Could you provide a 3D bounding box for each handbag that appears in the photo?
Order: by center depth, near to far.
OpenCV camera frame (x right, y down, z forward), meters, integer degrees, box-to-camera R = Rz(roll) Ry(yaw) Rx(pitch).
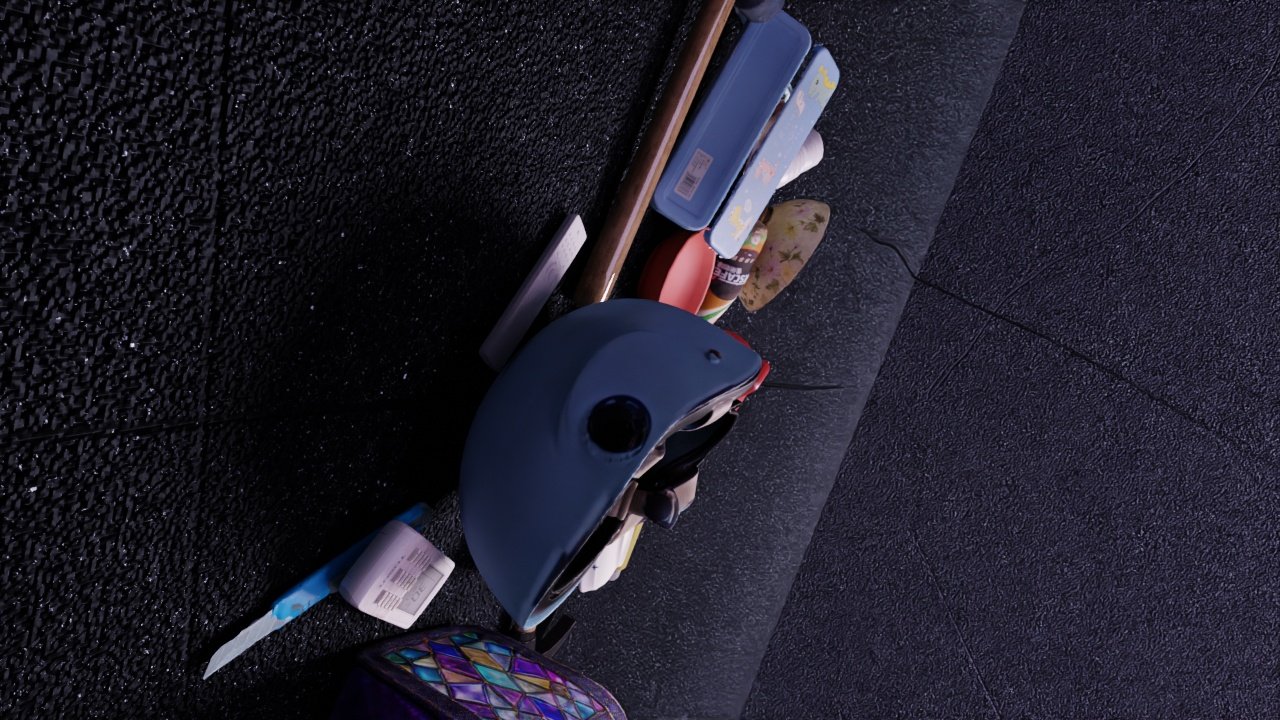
[{"bbox_3d":[-0.113,0.308,0.692,0.125,0.222,0.204,-66,159,0],"label":"handbag"}]

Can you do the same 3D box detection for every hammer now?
[{"bbox_3d":[0.019,-0.189,0.743,0.129,0.040,0.322,15,100,-60],"label":"hammer"},{"bbox_3d":[-0.083,0.177,0.897,0.132,0.040,0.306,-4,116,-63],"label":"hammer"}]

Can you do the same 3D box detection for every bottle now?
[{"bbox_3d":[0.145,-0.203,0.928,0.135,0.044,0.044,-38,146,-52],"label":"bottle"},{"bbox_3d":[0.076,-0.078,0.977,0.059,0.059,0.167,-27,145,-59],"label":"bottle"}]

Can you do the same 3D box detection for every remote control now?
[{"bbox_3d":[-0.167,0.151,0.640,0.060,0.025,0.139,-54,167,-17],"label":"remote control"},{"bbox_3d":[-0.079,-0.052,0.684,0.130,0.012,0.033,-59,161,-18],"label":"remote control"}]

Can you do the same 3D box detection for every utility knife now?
[{"bbox_3d":[-0.200,0.142,0.598,0.197,0.015,0.031,-34,142,-53],"label":"utility knife"}]

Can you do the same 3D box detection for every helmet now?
[{"bbox_3d":[-0.039,0.066,0.686,0.264,0.167,0.226,-50,168,-28],"label":"helmet"}]

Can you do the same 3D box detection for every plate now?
[{"bbox_3d":[-0.022,0.151,0.942,0.182,0.034,0.182,15,88,-84],"label":"plate"}]

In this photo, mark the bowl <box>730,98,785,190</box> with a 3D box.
[{"bbox_3d":[0.119,-0.219,0.962,0.119,0.032,0.119,-50,154,-36],"label":"bowl"}]

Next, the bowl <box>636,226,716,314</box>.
[{"bbox_3d":[0.031,-0.077,0.895,0.121,0.035,0.122,-50,154,-36],"label":"bowl"}]

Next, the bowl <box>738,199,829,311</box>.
[{"bbox_3d":[0.140,-0.131,1.023,0.145,0.063,0.145,-53,-169,14],"label":"bowl"}]

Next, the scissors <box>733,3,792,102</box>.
[{"bbox_3d":[0.111,-0.298,0.863,0.174,0.033,0.065,28,48,-66],"label":"scissors"}]

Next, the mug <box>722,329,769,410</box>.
[{"bbox_3d":[0.087,0.025,1.027,0.080,0.117,0.096,55,54,-25],"label":"mug"}]

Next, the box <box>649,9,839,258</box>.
[{"bbox_3d":[0.101,-0.202,0.827,0.126,0.039,0.209,29,92,-35],"label":"box"}]

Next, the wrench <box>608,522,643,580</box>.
[{"bbox_3d":[-0.002,0.145,1.033,0.018,0.083,0.274,-2,127,-33],"label":"wrench"}]
